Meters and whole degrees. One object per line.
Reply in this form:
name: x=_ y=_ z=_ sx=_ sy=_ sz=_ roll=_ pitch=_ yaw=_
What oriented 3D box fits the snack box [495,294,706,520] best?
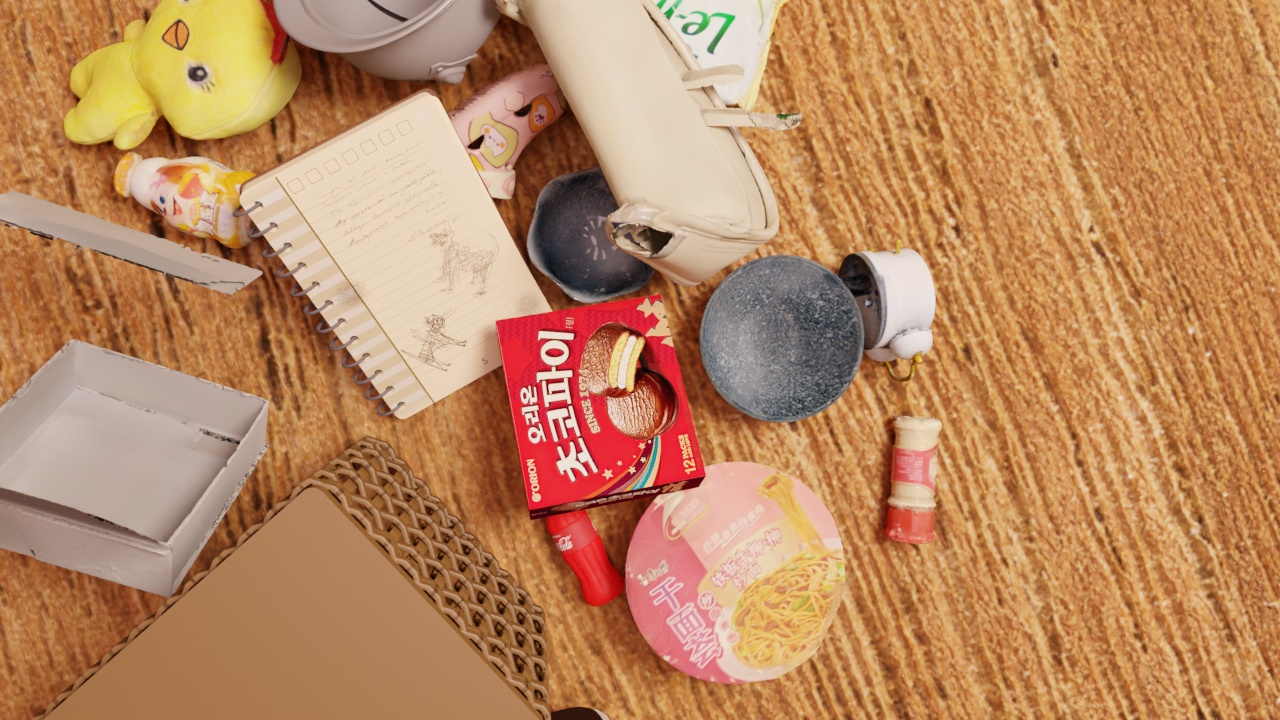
snack box: x=-0.034 y=0.034 z=0.714 sx=0.132 sy=0.036 sz=0.152 roll=-10 pitch=70 yaw=-9

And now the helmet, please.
helmet: x=-0.166 y=-0.280 z=0.689 sx=0.183 sy=0.118 sz=0.270 roll=-22 pitch=53 yaw=8

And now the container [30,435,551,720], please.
container: x=-0.228 y=0.226 z=0.656 sx=0.251 sy=0.214 sz=0.219 roll=-42 pitch=97 yaw=-3

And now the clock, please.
clock: x=0.207 y=-0.039 z=0.770 sx=0.057 sy=0.083 sz=0.117 roll=-11 pitch=92 yaw=-12

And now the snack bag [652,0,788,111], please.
snack bag: x=0.005 y=-0.317 z=0.748 sx=0.247 sy=0.068 sz=0.159 roll=23 pitch=93 yaw=-6

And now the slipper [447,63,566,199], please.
slipper: x=-0.135 y=-0.161 z=0.738 sx=0.197 sy=0.093 sz=0.081 roll=-34 pitch=114 yaw=-2

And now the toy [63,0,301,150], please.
toy: x=-0.350 y=-0.221 z=0.708 sx=0.208 sy=0.092 sz=0.133 roll=-11 pitch=71 yaw=3

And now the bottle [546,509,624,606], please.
bottle: x=-0.055 y=0.147 z=0.771 sx=0.036 sy=0.036 sz=0.119 roll=-28 pitch=94 yaw=-4

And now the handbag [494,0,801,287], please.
handbag: x=0.016 y=-0.177 z=0.651 sx=0.132 sy=0.183 sz=0.229 roll=-30 pitch=83 yaw=28

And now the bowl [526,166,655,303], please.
bowl: x=-0.037 y=-0.102 z=0.757 sx=0.110 sy=0.055 sz=0.110 roll=0 pitch=92 yaw=-5

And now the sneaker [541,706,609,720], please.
sneaker: x=-0.135 y=0.396 z=0.749 sx=0.293 sy=0.111 sz=0.116 roll=-28 pitch=114 yaw=-4

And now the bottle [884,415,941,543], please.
bottle: x=0.237 y=0.102 z=0.796 sx=0.044 sy=0.044 sz=0.109 roll=4 pitch=90 yaw=-6

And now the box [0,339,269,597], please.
box: x=-0.369 y=0.053 z=0.586 sx=0.167 sy=0.331 sz=0.164 roll=18 pitch=76 yaw=-6

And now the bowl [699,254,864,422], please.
bowl: x=0.113 y=-0.018 z=0.772 sx=0.137 sy=0.057 sz=0.137 roll=0 pitch=92 yaw=-5

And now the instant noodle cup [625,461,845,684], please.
instant noodle cup: x=0.072 y=0.168 z=0.765 sx=0.178 sy=0.078 sz=0.178 roll=0 pitch=92 yaw=-7

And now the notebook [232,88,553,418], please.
notebook: x=-0.179 y=-0.069 z=0.708 sx=0.167 sy=0.024 sz=0.225 roll=-29 pitch=123 yaw=-4

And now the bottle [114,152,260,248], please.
bottle: x=-0.351 y=-0.130 z=0.722 sx=0.109 sy=0.063 sz=0.063 roll=17 pitch=90 yaw=-6
